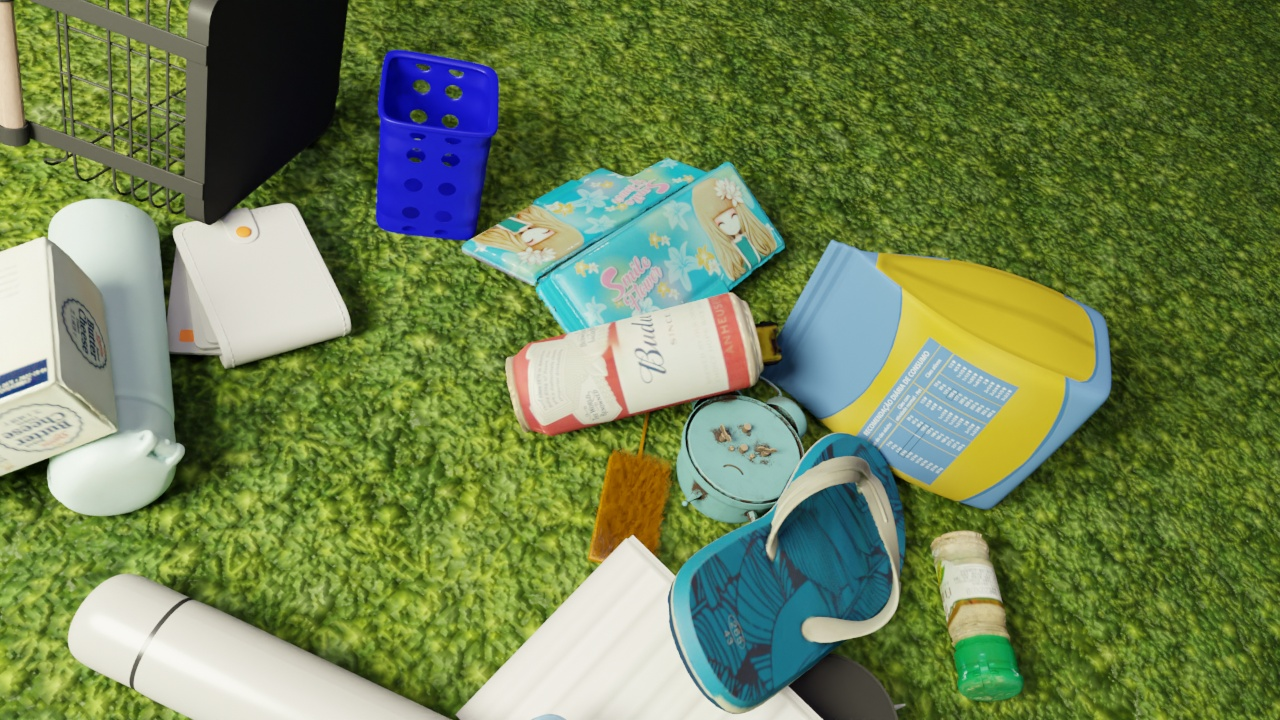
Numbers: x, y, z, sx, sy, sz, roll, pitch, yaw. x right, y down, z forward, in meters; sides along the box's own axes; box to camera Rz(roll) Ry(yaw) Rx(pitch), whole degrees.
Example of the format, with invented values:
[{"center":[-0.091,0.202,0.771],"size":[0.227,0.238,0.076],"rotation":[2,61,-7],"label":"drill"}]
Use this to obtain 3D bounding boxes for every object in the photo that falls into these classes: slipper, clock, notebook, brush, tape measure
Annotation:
[{"center":[0.119,0.119,0.565],"size":[0.294,0.060,0.118],"rotation":[-19,86,-54],"label":"slipper"},{"center":[0.071,0.060,0.658],"size":[0.090,0.053,0.124],"rotation":[22,51,-3],"label":"clock"},{"center":[0.020,0.221,0.512],"size":[0.210,0.009,0.142],"rotation":[42,77,15],"label":"notebook"},{"center":[0.099,0.218,0.553],"size":[0.120,0.043,0.091],"rotation":[22,50,-1],"label":"clock"},{"center":[-0.003,0.085,0.638],"size":[0.048,0.017,0.126],"rotation":[16,51,-6],"label":"brush"},{"center":[0.064,-0.012,0.702],"size":[0.062,0.067,0.038],"rotation":[-7,93,-23],"label":"tape measure"}]

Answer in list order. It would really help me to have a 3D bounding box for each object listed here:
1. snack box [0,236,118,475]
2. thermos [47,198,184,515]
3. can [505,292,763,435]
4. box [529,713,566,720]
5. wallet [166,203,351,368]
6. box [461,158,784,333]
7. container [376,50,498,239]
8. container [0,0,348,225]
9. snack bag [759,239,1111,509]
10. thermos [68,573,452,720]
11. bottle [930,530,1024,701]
[{"center":[-0.397,0.022,0.488],"size":[0.207,0.057,0.104],"rotation":[-22,60,-7],"label":"snack box"},{"center":[-0.329,-0.005,0.569],"size":[0.078,0.065,0.206],"rotation":[-25,60,6],"label":"thermos"},{"center":[-0.004,0.004,0.633],"size":[0.170,0.067,0.067],"rotation":[-14,56,2],"label":"can"},{"center":[-0.080,0.276,0.421],"size":[0.208,0.034,0.127],"rotation":[-36,94,-31],"label":"box"},{"center":[-0.280,-0.051,0.639],"size":[0.115,0.038,0.118],"rotation":[-20,66,-30],"label":"wallet"},{"center":[-0.005,-0.103,0.752],"size":[0.182,0.072,0.226],"rotation":[42,53,14],"label":"box"},{"center":[-0.160,-0.162,0.711],"size":[0.085,0.114,0.084],"rotation":[6,53,-14],"label":"container"},{"center":[-0.315,-0.226,0.652],"size":[0.130,0.163,0.240],"rotation":[20,36,-3],"label":"container"},{"center":[0.206,0.004,0.677],"size":[0.205,0.159,0.102],"rotation":[22,48,1],"label":"snack bag"},{"center":[-0.189,0.178,0.483],"size":[0.224,0.052,0.052],"rotation":[25,50,1],"label":"thermos"},{"center":[0.229,0.173,0.631],"size":[0.043,0.043,0.110],"rotation":[9,51,-11],"label":"bottle"}]
